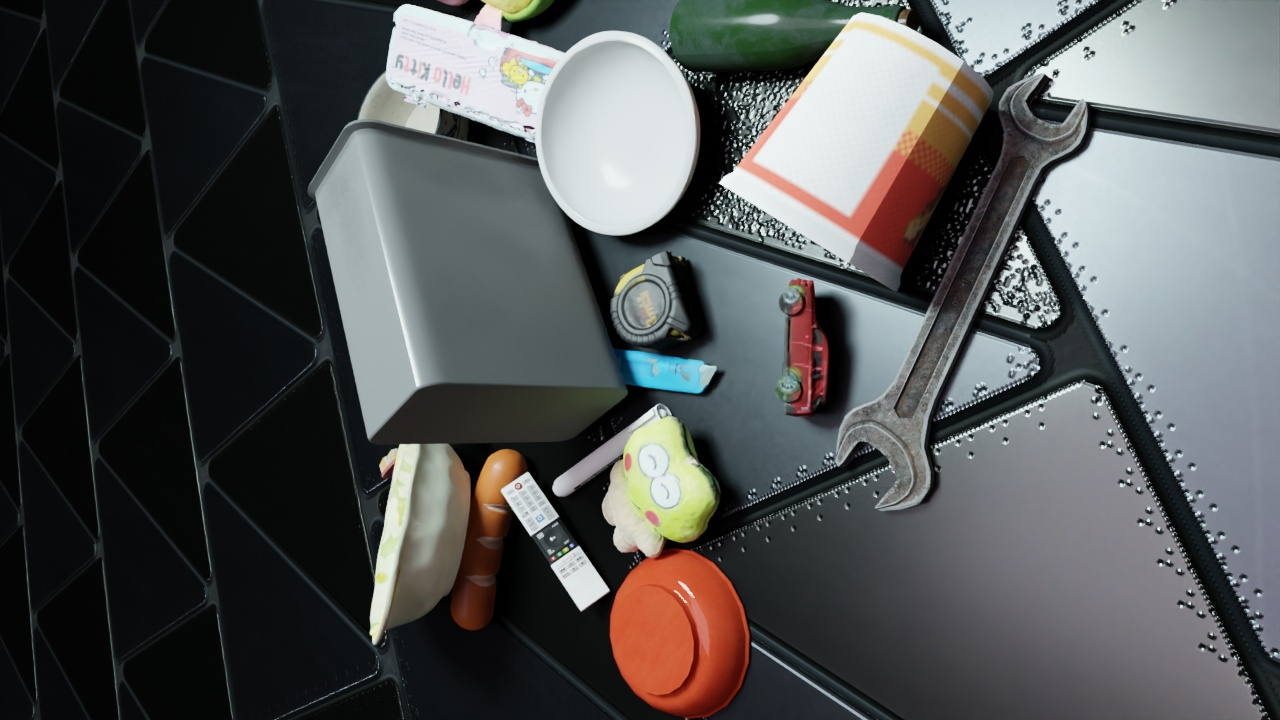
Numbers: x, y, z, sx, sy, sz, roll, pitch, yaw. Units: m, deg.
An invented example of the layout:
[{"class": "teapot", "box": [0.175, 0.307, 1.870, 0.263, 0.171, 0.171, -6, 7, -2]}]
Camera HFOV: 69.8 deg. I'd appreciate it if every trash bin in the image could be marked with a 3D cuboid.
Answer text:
[{"class": "trash bin", "box": [-0.131, -0.055, 0.703, 0.098, 0.191, 0.219, -39, 60, 39]}]

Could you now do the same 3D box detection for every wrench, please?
[{"class": "wrench", "box": [0.191, -0.036, 0.552, 0.070, 0.010, 0.273, 32, 107, 38]}]

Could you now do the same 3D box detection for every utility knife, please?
[{"class": "utility knife", "box": [-0.004, 0.004, 0.716, 0.159, 0.015, 0.031, 7, 94, 40]}]

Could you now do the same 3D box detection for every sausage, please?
[{"class": "sausage", "box": [-0.134, 0.155, 0.801, 0.044, 0.039, 0.164, 19, 100, 30]}]

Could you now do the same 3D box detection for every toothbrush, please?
[{"class": "toothbrush", "box": [-0.201, 0.057, 0.884, 0.185, 0.015, 0.015, -44, 57, 29]}]

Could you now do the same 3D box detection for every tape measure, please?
[{"class": "tape measure", "box": [0.011, -0.039, 0.692, 0.063, 0.038, 0.067, -25, 74, 29]}]

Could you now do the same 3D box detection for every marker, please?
[{"class": "marker", "box": [-0.027, 0.074, 0.725, 0.134, 0.020, 0.017, -38, 53, 33]}]

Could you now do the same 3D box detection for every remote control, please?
[{"class": "remote control", "box": [-0.070, 0.147, 0.749, 0.028, 0.012, 0.124, -33, 65, -12]}]

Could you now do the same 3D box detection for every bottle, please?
[{"class": "bottle", "box": [0.102, -0.222, 0.615, 0.174, 0.055, 0.055, 15, 96, 39]}]

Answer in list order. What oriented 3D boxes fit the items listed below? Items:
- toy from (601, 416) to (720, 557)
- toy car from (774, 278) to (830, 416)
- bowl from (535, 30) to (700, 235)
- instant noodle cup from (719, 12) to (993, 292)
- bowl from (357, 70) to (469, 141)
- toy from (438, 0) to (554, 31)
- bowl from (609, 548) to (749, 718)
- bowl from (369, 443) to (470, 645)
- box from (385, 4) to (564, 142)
[{"class": "toy", "box": [0.010, 0.099, 0.677, 0.115, 0.046, 0.092, -47, 61, 37]}, {"class": "toy car", "box": [0.106, -0.008, 0.602, 0.036, 0.042, 0.091, -3, 91, 12]}, {"class": "bowl", "box": [-0.011, -0.173, 0.707, 0.150, 0.043, 0.150, 9, 107, 33]}, {"class": "instant noodle cup", "box": [0.132, -0.125, 0.544, 0.123, 0.123, 0.121, 40, 105, 36]}, {"class": "bowl", "box": [-0.211, -0.220, 0.878, 0.116, 0.059, 0.115, -5, 80, 33]}, {"class": "toy", "box": [-0.128, -0.367, 0.804, 0.239, 0.087, 0.190, 1, 107, 46]}, {"class": "bowl", "box": [0.019, 0.200, 0.666, 0.122, 0.035, 0.122, -4, 84, 41]}, {"class": "bowl", "box": [-0.190, 0.147, 0.806, 0.219, 0.060, 0.189, -99, 26, -49]}, {"class": "box", "box": [-0.130, -0.240, 0.781, 0.202, 0.044, 0.086, 23, 105, 17]}]
